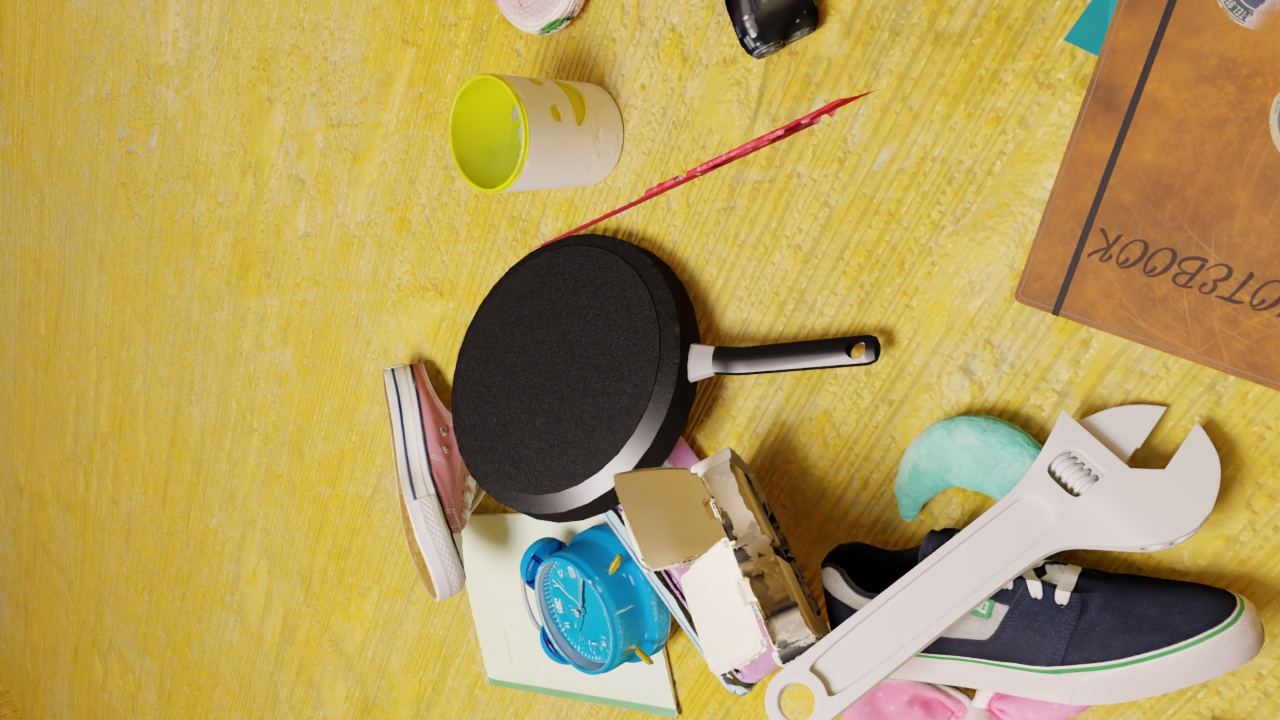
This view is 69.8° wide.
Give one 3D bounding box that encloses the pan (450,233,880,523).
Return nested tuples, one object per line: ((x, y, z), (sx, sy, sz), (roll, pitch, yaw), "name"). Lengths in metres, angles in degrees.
((-0.004, 0.004, 0.666), (0.357, 0.034, 0.225), (-5, 72, 34), "pan")

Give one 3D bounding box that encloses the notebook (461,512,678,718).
((-0.079, 0.228, 0.849), (0.253, 0.010, 0.182), (-9, 95, 41), "notebook")

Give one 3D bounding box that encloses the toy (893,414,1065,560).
((0.206, 0.072, 0.555), (0.105, 0.033, 0.085), (13, 118, 35), "toy")

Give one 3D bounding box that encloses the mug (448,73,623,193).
((-0.077, -0.169, 0.686), (0.083, 0.106, 0.082), (11, 108, 38), "mug")

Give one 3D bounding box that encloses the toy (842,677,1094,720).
((0.219, 0.268, 0.558), (0.159, 0.084, 0.194), (-15, 90, 14), "toy")

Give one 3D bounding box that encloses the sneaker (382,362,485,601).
((-0.182, 0.104, 0.858), (0.118, 0.087, 0.240), (111, 146, -54), "sneaker")

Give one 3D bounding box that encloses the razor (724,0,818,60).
((0.093, -0.262, 0.564), (0.067, 0.053, 0.151), (20, 107, 5), "razor")

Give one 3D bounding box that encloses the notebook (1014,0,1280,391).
((0.293, -0.122, 0.443), (0.178, 0.014, 0.250), (26, 117, 33), "notebook")

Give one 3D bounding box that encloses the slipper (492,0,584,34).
((-0.116, -0.361, 0.700), (0.094, 0.064, 0.239), (-23, 84, 41), "slipper")

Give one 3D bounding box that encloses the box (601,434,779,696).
((0.033, 0.146, 0.692), (0.214, 0.077, 0.096), (52, 129, 18), "box")

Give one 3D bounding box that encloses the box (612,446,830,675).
((0.053, 0.127, 0.578), (0.069, 0.191, 0.143), (-28, 65, 8), "box")

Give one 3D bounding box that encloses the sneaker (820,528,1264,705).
((0.210, 0.134, 0.522), (0.236, 0.084, 0.079), (-11, 102, 38), "sneaker")

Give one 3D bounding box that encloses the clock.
((-0.046, 0.201, 0.763), (0.162, 0.060, 0.117), (-16, 93, 48), "clock")

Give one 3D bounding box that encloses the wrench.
((0.185, 0.120, 0.492), (0.273, 0.018, 0.086), (-40, 55, 2), "wrench")
